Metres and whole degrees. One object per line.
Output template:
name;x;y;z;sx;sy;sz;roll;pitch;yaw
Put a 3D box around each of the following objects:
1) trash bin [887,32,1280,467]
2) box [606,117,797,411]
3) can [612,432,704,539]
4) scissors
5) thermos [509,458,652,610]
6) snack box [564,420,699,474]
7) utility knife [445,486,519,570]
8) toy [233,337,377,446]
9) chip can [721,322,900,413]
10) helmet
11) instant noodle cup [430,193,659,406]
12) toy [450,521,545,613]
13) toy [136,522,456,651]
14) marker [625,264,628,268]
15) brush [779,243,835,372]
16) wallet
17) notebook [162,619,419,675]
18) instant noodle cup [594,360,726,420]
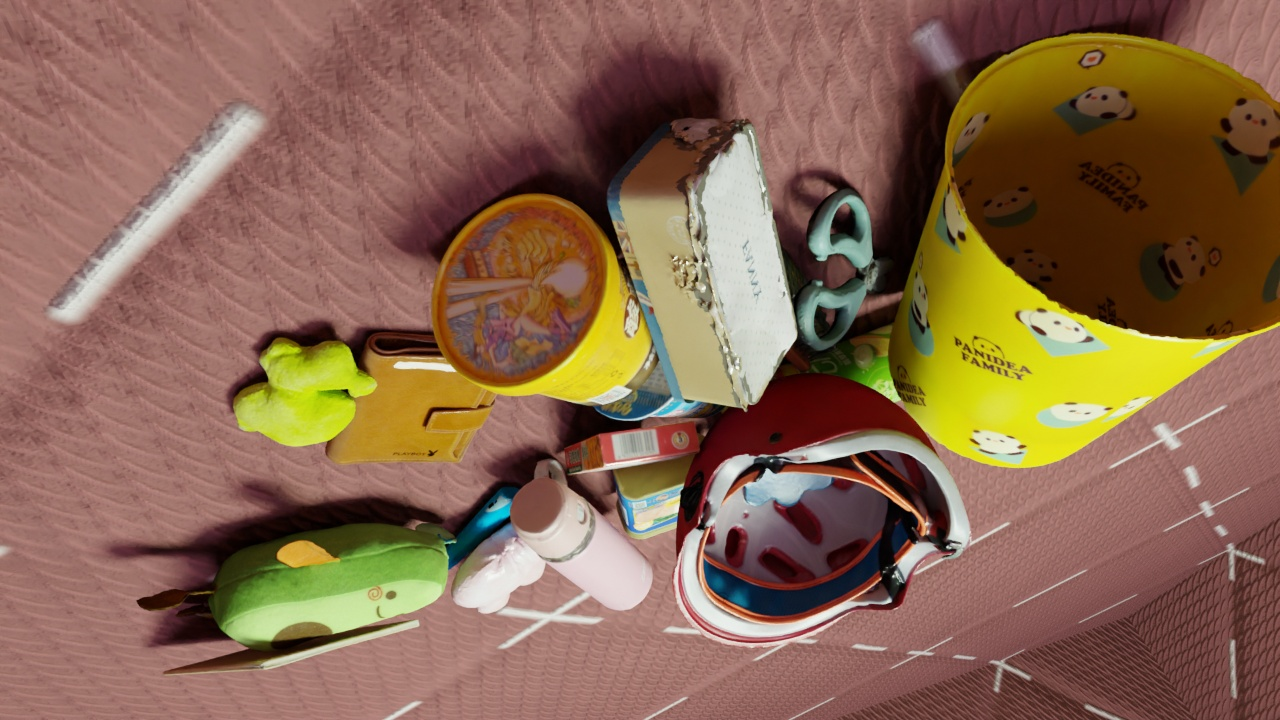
trash bin;0.296;-0.053;0.654;0.229;0.229;0.256;-17;154;-9
box;0.044;-0.050;0.559;0.089;0.061;0.184;-52;140;-38
can;0.025;0.120;0.887;0.102;0.057;0.083;-17;146;-8
scissors;0.156;-0.052;0.688;0.179;0.019;0.143;14;90;-59
thermos;-0.053;0.165;0.860;0.067;0.087;0.198;-15;143;17
snack box;-0.011;0.074;0.754;0.077;0.027;0.156;-7;173;-15
utility knife;-0.179;0.184;0.891;0.034;0.018;0.219;-4;146;-50
toy;-0.223;0.025;0.608;0.096;0.031;0.100;3;135;-5
chip can;0.179;0.019;0.817;0.221;0.072;0.073;-20;148;-3
helmet;0.125;0.108;0.729;0.207;0.143;0.241;25;124;-22
instant noodle cup;-0.049;-0.027;0.572;0.119;0.118;0.114;-32;154;14
toy;-0.132;0.205;0.905;0.121;0.054;0.160;-35;160;-22
toy;-0.277;0.191;0.776;0.246;0.090;0.227;-10;156;-12
marker;-0.033;-0.042;0.646;0.146;0.017;0.017;-34;147;17
brush;0.089;-0.041;0.681;0.069;0.063;0.145;-23;149;21
wallet;-0.156;0.031;0.669;0.119;0.035;0.131;7;138;-29
notebook;-0.319;0.262;0.834;0.208;0.008;0.147;-19;169;41
instant noodle cup;0.022;0.002;0.682;0.099;0.099;0.109;-36;153;21
